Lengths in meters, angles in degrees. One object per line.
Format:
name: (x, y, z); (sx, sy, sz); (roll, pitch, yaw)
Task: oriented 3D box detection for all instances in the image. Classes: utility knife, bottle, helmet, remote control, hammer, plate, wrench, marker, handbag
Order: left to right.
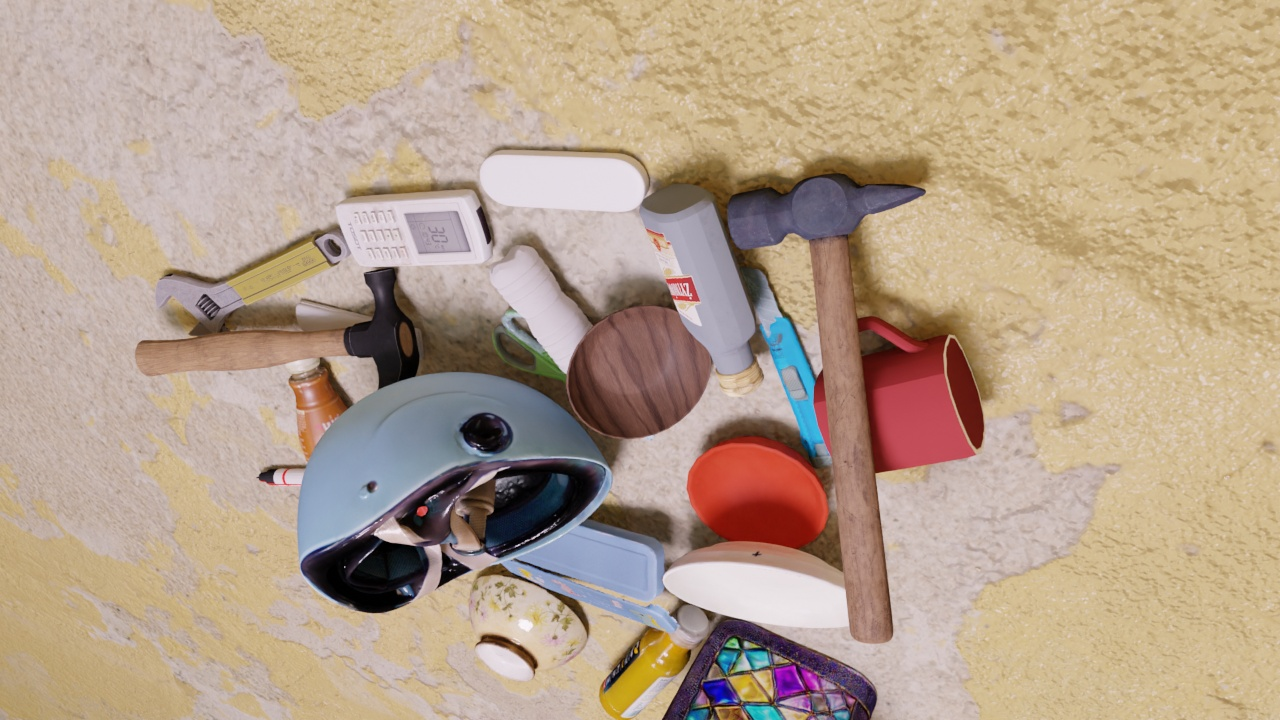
wrench: (-0.369, -0.076, 0.870); (0.274, 0.018, 0.083); (-17, 116, 32)
hammer: (-0.350, -0.006, 0.864); (0.306, 0.040, 0.132); (-4, 103, 20)
marker: (-0.375, 0.130, 1.022); (0.146, 0.019, 0.019); (-3, 122, 25)
bottle: (-0.318, 0.063, 0.925); (0.059, 0.059, 0.167); (-1, 115, 24)
remote control: (-0.265, -0.028, 0.864); (0.131, 0.012, 0.033); (13, 128, 14)
remote control: (-0.188, -0.109, 0.763); (0.139, 0.025, 0.060); (1, 124, 23)
helmet: (-0.162, 0.098, 0.791); (0.265, 0.166, 0.226); (-10, 151, -19)
bottle: (-0.069, -0.032, 0.755); (0.044, 0.044, 0.136); (-25, 111, 35)
remote control: (-0.059, -0.136, 0.695); (0.137, 0.013, 0.043); (6, 126, 19)
bottle: (0.014, 0.318, 0.968); (0.053, 0.053, 0.187); (31, 130, 0)
bottle: (0.052, -0.047, 0.677); (0.046, 0.072, 0.161); (-29, 117, -11)
plate: (0.112, 0.197, 0.819); (0.182, 0.034, 0.183); (10, 152, 5)
handbag: (0.126, 0.385, 0.877); (0.222, 0.204, 0.126); (28, 131, 12)
utility knife: (0.119, 0.009, 0.724); (0.031, 0.015, 0.198); (-13, 117, 27)
hammer: (0.142, 0.035, 0.626); (0.129, 0.040, 0.322); (-5, 93, 28)

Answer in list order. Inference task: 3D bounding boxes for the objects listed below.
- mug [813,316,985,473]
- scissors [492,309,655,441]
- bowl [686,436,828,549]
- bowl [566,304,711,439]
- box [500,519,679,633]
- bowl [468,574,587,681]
mug: (0.182, 0.021, 0.663); (0.097, 0.080, 0.116); (-16, 109, 32)
scissors: (-0.055, 0.018, 0.808); (0.174, 0.033, 0.065); (39, 126, -3)
bowl: (0.103, 0.109, 0.789); (0.122, 0.035, 0.122); (12, 128, 15)
bowl: (-0.004, 0.004, 0.740); (0.119, 0.032, 0.119); (-7, 119, -14)
box: (-0.063, 0.206, 0.907); (0.210, 0.039, 0.127); (11, 127, 32)
bowl: (-0.135, 0.305, 1.006); (0.145, 0.063, 0.145); (14, 136, 14)
